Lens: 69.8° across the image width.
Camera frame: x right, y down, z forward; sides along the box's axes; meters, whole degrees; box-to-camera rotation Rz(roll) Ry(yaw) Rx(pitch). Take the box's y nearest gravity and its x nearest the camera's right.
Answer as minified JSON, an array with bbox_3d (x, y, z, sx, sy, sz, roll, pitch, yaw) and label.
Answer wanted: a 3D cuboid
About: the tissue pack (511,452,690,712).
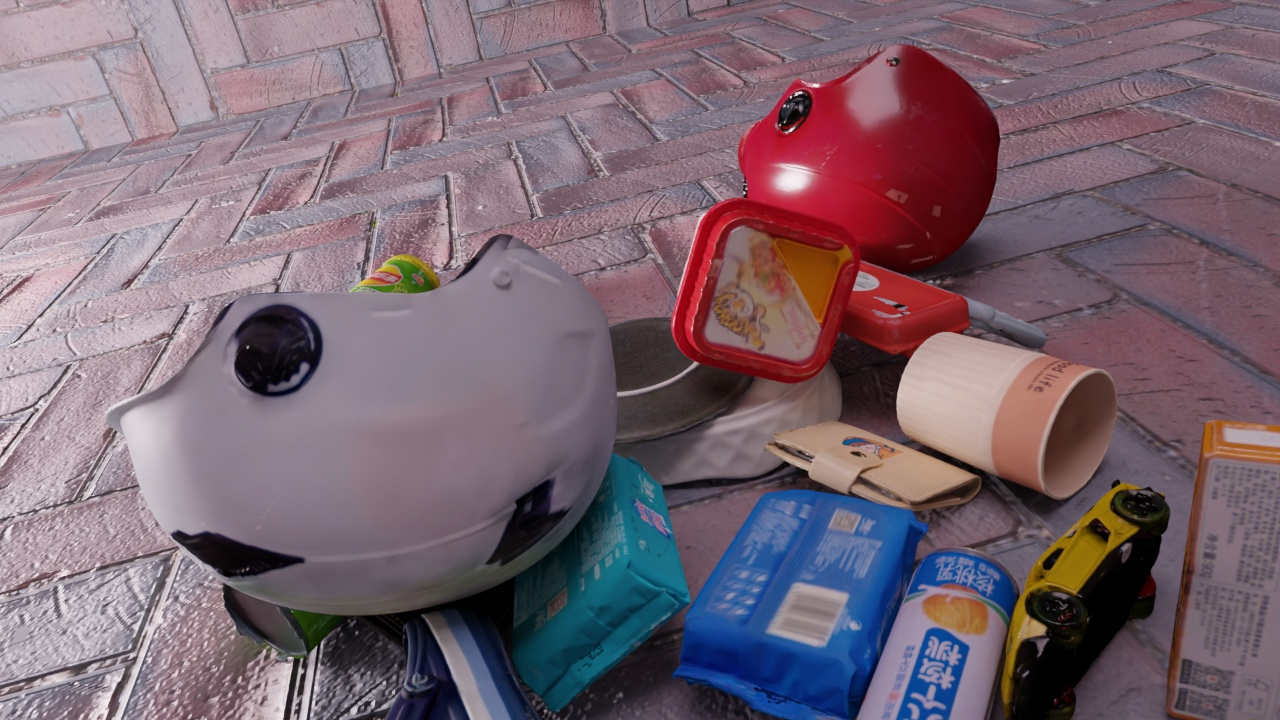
[{"bbox_3d":[-0.024,0.119,0.512,0.093,0.050,0.133,-43,21,14],"label":"tissue pack"}]

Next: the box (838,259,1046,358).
[{"bbox_3d":[0.196,-0.049,0.725,0.161,0.059,0.201,-2,18,-24],"label":"box"}]

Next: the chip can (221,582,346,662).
[{"bbox_3d":[-0.170,0.096,0.625,0.072,0.072,0.235,6,33,29],"label":"chip can"}]

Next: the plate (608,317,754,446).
[{"bbox_3d":[-0.004,0.004,0.687,0.179,0.024,0.179,-10,28,5],"label":"plate"}]

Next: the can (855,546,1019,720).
[{"bbox_3d":[0.139,0.150,0.431,0.053,0.053,0.134,7,33,30],"label":"can"}]

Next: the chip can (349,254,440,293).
[{"bbox_3d":[-0.281,-0.027,0.891,0.073,0.073,0.220,2,32,24],"label":"chip can"}]

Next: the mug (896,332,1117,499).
[{"bbox_3d":[0.242,0.031,0.593,0.114,0.082,0.106,1,14,-39],"label":"mug"}]

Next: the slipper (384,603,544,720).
[{"bbox_3d":[-0.078,0.191,0.382,0.095,0.105,0.253,-13,25,-17],"label":"slipper"}]

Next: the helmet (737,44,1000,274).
[{"bbox_3d":[0.200,-0.151,0.833,0.241,0.207,0.143,-15,53,34],"label":"helmet"}]

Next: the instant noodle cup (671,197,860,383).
[{"bbox_3d":[0.080,-0.057,0.665,0.116,0.117,0.124,13,14,-11],"label":"instant noodle cup"}]

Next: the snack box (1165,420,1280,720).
[{"bbox_3d":[0.265,0.096,0.375,0.075,0.154,0.026,6,33,28],"label":"snack box"}]

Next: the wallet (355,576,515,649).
[{"bbox_3d":[-0.112,0.128,0.569,0.096,0.020,0.122,30,41,14],"label":"wallet"}]

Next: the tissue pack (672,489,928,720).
[{"bbox_3d":[0.090,0.127,0.493,0.095,0.052,0.156,9,34,29],"label":"tissue pack"}]

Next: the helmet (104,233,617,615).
[{"bbox_3d":[-0.127,0.059,0.483,0.258,0.145,0.229,-18,-14,-10],"label":"helmet"}]

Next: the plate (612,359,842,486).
[{"bbox_3d":[0.052,0.019,0.712,0.205,0.046,0.204,-9,29,5],"label":"plate"}]

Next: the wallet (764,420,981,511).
[{"bbox_3d":[0.145,0.067,0.591,0.087,0.024,0.115,-9,22,-39],"label":"wallet"}]

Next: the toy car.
[{"bbox_3d":[0.213,0.116,0.446,0.155,0.071,0.041,-33,36,-33],"label":"toy car"}]
